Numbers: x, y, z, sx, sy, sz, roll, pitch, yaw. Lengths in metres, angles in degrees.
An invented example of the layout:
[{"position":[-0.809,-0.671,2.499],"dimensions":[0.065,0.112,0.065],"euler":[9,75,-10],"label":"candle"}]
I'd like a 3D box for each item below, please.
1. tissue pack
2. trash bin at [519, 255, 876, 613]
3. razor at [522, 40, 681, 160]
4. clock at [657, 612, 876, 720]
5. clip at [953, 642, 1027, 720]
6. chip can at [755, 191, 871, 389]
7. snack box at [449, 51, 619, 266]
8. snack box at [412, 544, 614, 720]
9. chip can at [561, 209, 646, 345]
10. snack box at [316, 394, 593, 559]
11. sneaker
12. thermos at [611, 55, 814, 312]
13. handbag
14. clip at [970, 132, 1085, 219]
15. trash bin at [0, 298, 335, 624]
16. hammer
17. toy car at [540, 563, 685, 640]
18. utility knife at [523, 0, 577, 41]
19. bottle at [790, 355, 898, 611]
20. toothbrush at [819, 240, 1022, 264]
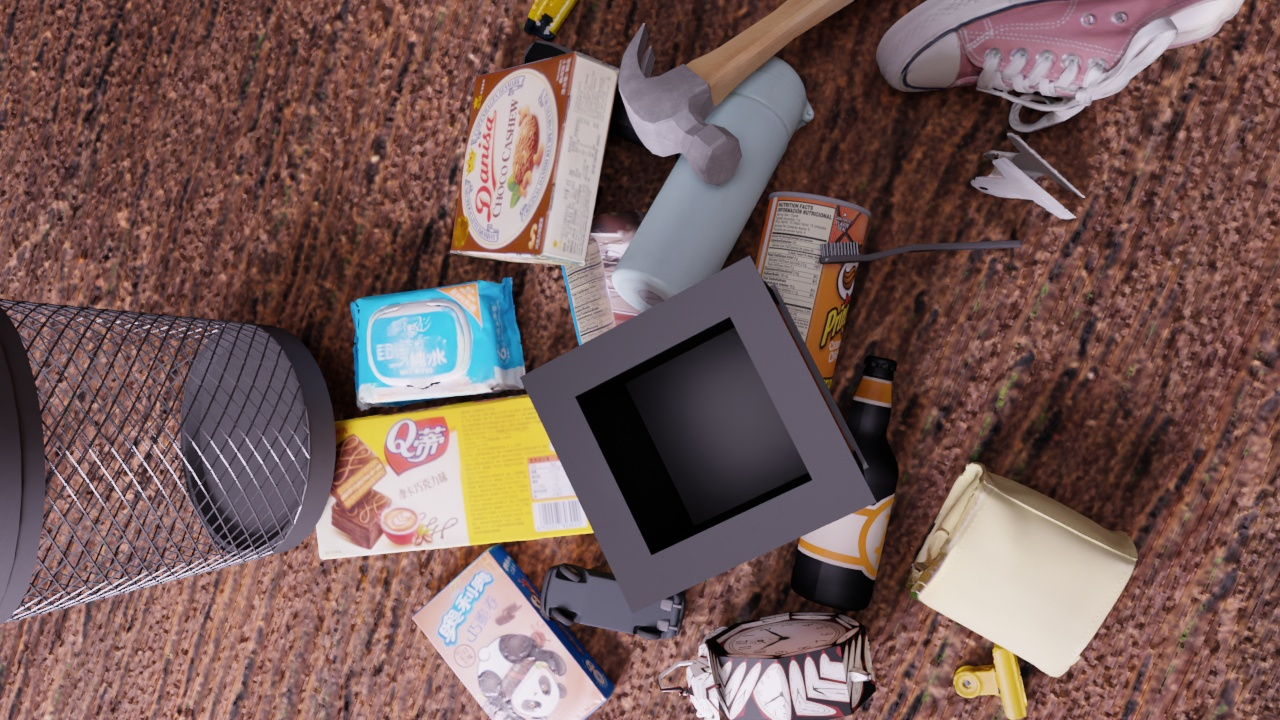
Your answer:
[{"position":[-0.167,-0.011,0.736],"dimensions":[0.144,0.061,0.093],"euler":[-8,89,11],"label":"tissue pack"},{"position":[0.045,0.040,0.560],"dimensions":[0.140,0.171,0.139],"euler":[-27,84,11],"label":"trash bin"},{"position":[-0.027,-0.208,0.714],"dimensions":[0.156,0.057,0.060],"euler":[22,52,12],"label":"razor"},{"position":[0.088,0.229,0.659],"dimensions":[0.155,0.114,0.065],"euler":[-10,88,13],"label":"clock"},{"position":[0.256,0.234,0.669],"dimensions":[0.049,0.045,0.054],"euler":[-11,89,-14],"label":"clip"},{"position":[0.108,-0.009,0.674],"dimensions":[0.075,0.075,0.215],"euler":[13,93,11],"label":"chip can"},{"position":[-0.084,-0.146,0.689],"dimensions":[0.147,0.041,0.143],"euler":[11,93,52],"label":"snack box"},{"position":[-0.102,0.234,0.737],"dimensions":[0.087,0.034,0.151],"euler":[-42,82,8],"label":"snack box"},{"position":[-0.004,0.004,0.698],"dimensions":[0.080,0.079,0.229],"euler":[-14,88,11],"label":"chip can"},{"position":[-0.144,0.089,0.731],"dimensions":[0.230,0.061,0.110],"euler":[-8,89,11],"label":"snack box"},{"position":[0.287,-0.209,0.625],"dimensions":[0.241,0.118,0.087],"euler":[-10,70,5],"label":"sneaker"},{"position":[0.054,-0.127,0.659],"dimensions":[0.078,0.065,0.206],"euler":[32,73,-11],"label":"thermos"},{"position":[0.261,0.143,0.645],"dimensions":[0.119,0.081,0.111],"euler":[27,102,8],"label":"handbag"},{"position":[0.264,-0.124,0.655],"dimensions":[0.058,0.101,0.050],"euler":[8,77,53],"label":"clip"},{"position":[-0.374,0.064,0.663],"dimensions":[0.218,0.226,0.217],"euler":[0,90,37],"label":"trash bin"},{"position":[0.128,-0.256,0.646],"dimensions":[0.328,0.039,0.131],"euler":[-38,59,-6],"label":"hammer"},{"position":[-0.021,0.189,0.720],"dimensions":[0.112,0.034,0.046],"euler":[10,87,4],"label":"toy car"},{"position":[-0.037,-0.336,0.736],"dimensions":[0.030,0.017,0.179],"euler":[34,93,0],"label":"utility knife"},{"position":[0.157,0.087,0.673],"dimensions":[0.059,0.059,0.181],"euler":[12,92,11],"label":"bottle"},{"position":[0.201,-0.079,0.649],"dimensions":[0.167,0.013,0.013],"euler":[-4,90,-18],"label":"toothbrush"}]
